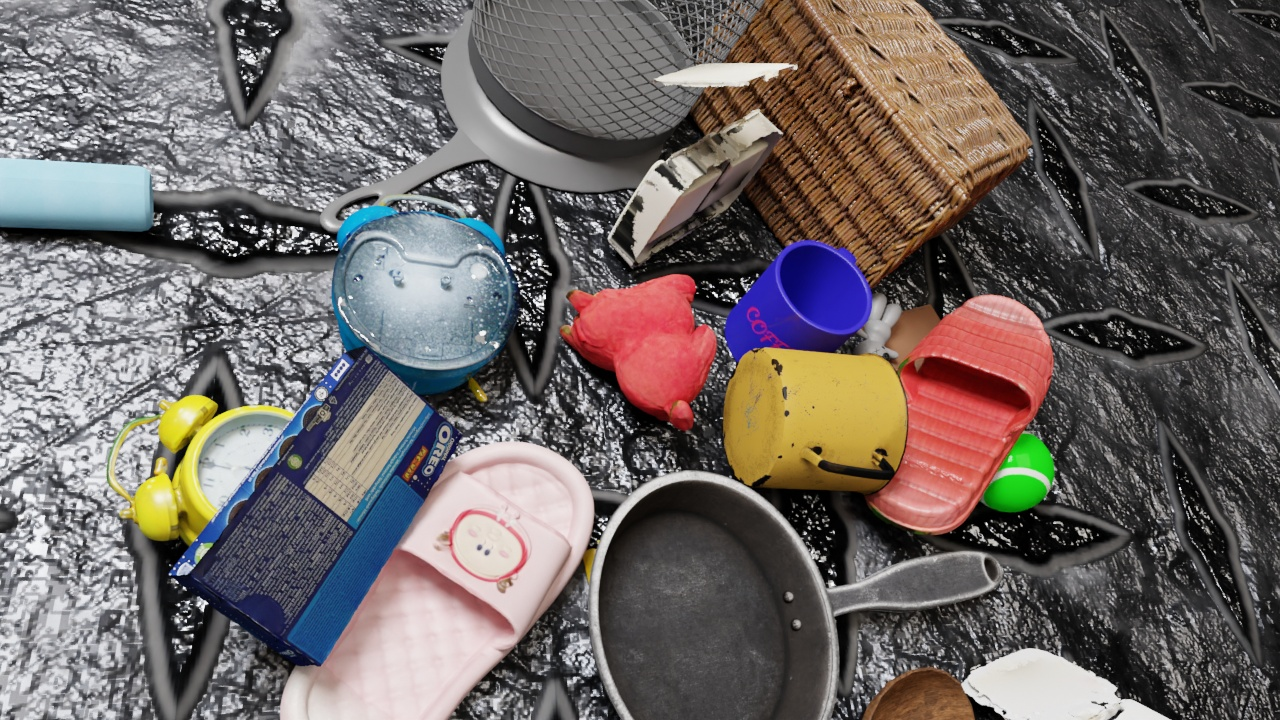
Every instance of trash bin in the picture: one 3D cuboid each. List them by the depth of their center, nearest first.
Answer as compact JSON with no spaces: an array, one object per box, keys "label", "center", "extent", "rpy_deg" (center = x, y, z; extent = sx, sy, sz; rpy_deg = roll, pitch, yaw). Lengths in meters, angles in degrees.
[{"label":"trash bin","center":[-0.009,-0.294,0.666],"extent":[0.217,0.228,0.217],"rpy_deg":[11,58,-18]}]

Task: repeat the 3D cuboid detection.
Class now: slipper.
[{"label":"slipper","center":[-0.109,0.130,0.517],"extent":[0.107,0.056,0.220],"rpy_deg":[37,55,2]},{"label":"slipper","center":[0.245,0.023,0.688],"extent":[0.104,0.059,0.248],"rpy_deg":[18,50,27]}]

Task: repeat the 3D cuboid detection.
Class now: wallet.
[{"label":"wallet","center":[0.243,0.010,0.764],"extent":[0.087,0.013,0.121],"rpy_deg":[-14,67,-29]}]

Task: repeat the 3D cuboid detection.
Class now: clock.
[{"label":"clock","center":[-0.225,0.065,0.501],"extent":[0.118,0.057,0.083],"rpy_deg":[17,57,-22]},{"label":"clock","center":[-0.142,-0.049,0.604],"extent":[0.116,0.060,0.161],"rpy_deg":[7,58,-19]}]

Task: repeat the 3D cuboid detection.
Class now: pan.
[{"label":"pan","center":[0.114,0.160,0.601],"extent":[0.356,0.055,0.187],"rpy_deg":[2,65,-37]},{"label":"pan","center":[-0.105,-0.190,0.722],"extent":[0.216,0.024,0.353],"rpy_deg":[45,55,6]}]

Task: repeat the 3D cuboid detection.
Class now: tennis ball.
[{"label":"tennis ball","center":[0.284,0.084,0.708],"extent":[0.065,0.066,0.065],"rpy_deg":[11,58,-18]}]

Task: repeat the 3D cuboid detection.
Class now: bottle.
[{"label":"bottle","center":[-0.365,-0.099,0.547],"extent":[0.130,0.040,0.040],"rpy_deg":[-1,63,-24]}]

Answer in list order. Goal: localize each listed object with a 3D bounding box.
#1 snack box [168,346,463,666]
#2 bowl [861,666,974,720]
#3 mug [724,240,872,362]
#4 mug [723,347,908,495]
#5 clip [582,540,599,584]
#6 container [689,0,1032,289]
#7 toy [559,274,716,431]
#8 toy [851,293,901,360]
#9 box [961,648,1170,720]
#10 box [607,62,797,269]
[{"label":"snack box","center":[-0.161,0.073,0.481],"extent":[0.082,0.027,0.149],"rpy_deg":[51,48,-27]},{"label":"bowl","center":[0.169,0.247,0.580],"extent":[0.114,0.026,0.102],"rpy_deg":[-1,82,-36]},{"label":"mug","center":[0.126,-0.043,0.701],"extent":[0.079,0.084,0.111],"rpy_deg":[41,54,3]},{"label":"mug","center":[0.120,0.046,0.628],"extent":[0.094,0.101,0.123],"rpy_deg":[5,23,-19]},{"label":"clip","center":[-0.008,0.137,0.574],"extent":[0.049,0.045,0.054],"rpy_deg":[-15,65,-3]},{"label":"container","center":[0.191,-0.201,0.779],"extent":[0.182,0.163,0.250],"rpy_deg":[-24,74,-36]},{"label":"toy","center":[-0.004,0.004,0.618],"extent":[0.094,0.088,0.132],"rpy_deg":[4,40,-21]},{"label":"toy","center":[0.183,-0.003,0.730],"extent":[0.049,0.030,0.111],"rpy_deg":[32,62,-18]},{"label":"box","center":[0.280,0.261,0.610],"extent":[0.108,0.137,0.121],"rpy_deg":[-16,111,-31]},{"label":"box","center":[0.048,-0.170,0.675],"extent":[0.070,0.187,0.143],"rpy_deg":[46,48,7]}]
